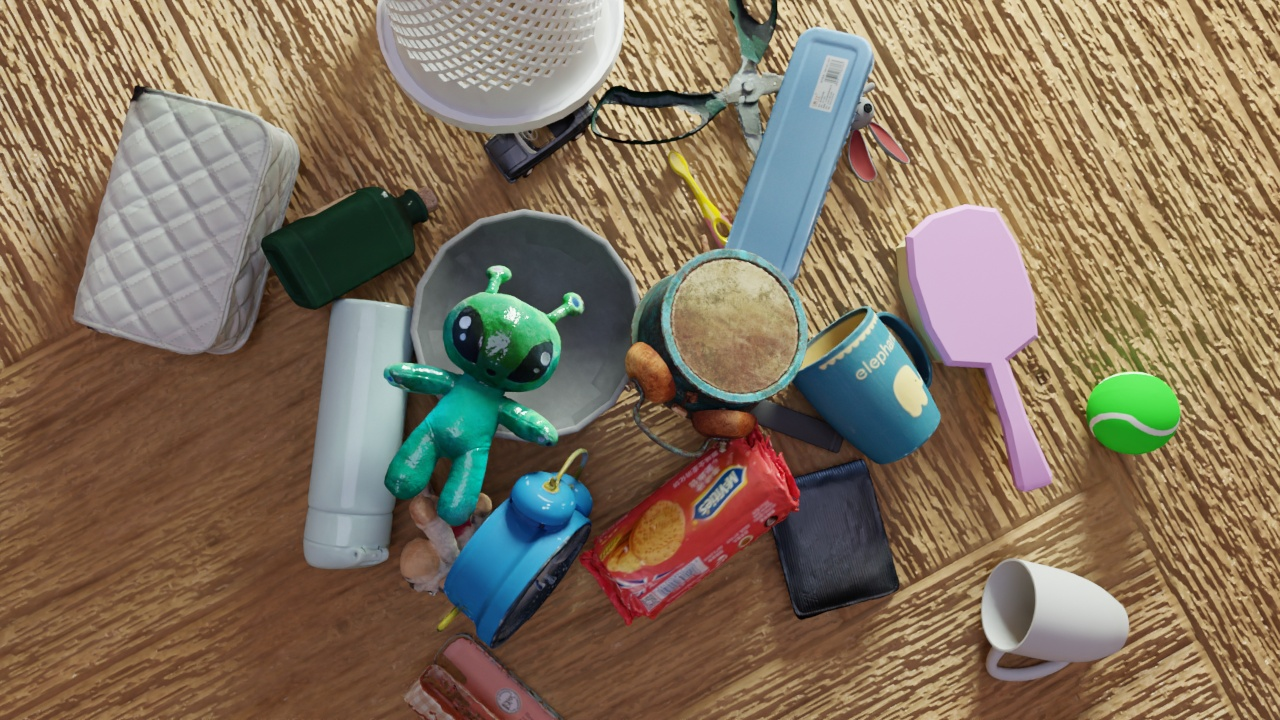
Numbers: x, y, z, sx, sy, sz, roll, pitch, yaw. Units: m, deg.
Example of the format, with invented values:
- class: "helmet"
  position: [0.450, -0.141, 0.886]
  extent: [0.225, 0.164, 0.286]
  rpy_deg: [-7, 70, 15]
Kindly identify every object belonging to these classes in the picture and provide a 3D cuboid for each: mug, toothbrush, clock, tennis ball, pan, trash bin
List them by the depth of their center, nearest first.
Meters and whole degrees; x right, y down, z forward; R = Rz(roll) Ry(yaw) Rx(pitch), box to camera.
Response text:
- class: "trash bin"
  position: [-0.109, -0.295, 0.639]
  extent: [0.195, 0.200, 0.195]
  rpy_deg: [0, 76, -1]
- class: "clock"
  position: [0.048, -0.002, 0.676]
  extent: [0.121, 0.073, 0.157]
  rpy_deg: [33, 69, -9]
- class: "clock"
  position: [-0.082, 0.137, 0.688]
  extent: [0.060, 0.117, 0.161]
  rpy_deg: [34, 87, 12]
- class: "mug"
  position: [0.186, 0.014, 0.718]
  extent: [0.104, 0.085, 0.112]
  rpy_deg: [50, 59, -5]
- class: "mug"
  position: [0.320, 0.214, 0.721]
  extent: [0.089, 0.071, 0.107]
  rpy_deg: [14, 115, -9]
- class: "tennis ball"
  position: [0.387, 0.041, 0.722]
  extent: [0.065, 0.065, 0.065]
  rpy_deg: [0, 88, -1]
- class: "pan"
  position: [-0.004, 0.004, 0.730]
  extent: [0.357, 0.041, 0.178]
  rpy_deg: [20, 89, -6]
- class: "toothbrush"
  position: [0.062, -0.113, 0.747]
  extent: [0.021, 0.016, 0.135]
  rpy_deg: [-35, 91, -4]

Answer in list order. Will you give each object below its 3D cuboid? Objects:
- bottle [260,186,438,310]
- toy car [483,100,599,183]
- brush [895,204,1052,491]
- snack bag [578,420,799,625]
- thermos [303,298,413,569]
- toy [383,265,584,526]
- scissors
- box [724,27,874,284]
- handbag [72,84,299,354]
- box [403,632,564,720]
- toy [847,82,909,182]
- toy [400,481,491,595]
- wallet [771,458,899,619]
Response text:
- class: "bottle"
  position: [-0.215, -0.096, 0.706]
  extent: [0.131, 0.061, 0.061]
  rpy_deg: [-36, 117, -27]
- class: "toy car"
  position: [-0.079, -0.184, 0.734]
  extent: [0.092, 0.037, 0.040]
  rpy_deg: [-36, 89, -2]
- class: "brush"
  position: [0.274, -0.008, 0.732]
  extent: [0.089, 0.043, 0.228]
  rpy_deg: [-17, 88, -2]
- class: "snack bag"
  position: [0.041, 0.127, 0.702]
  extent: [0.176, 0.082, 0.082]
  rpy_deg: [-38, 89, 5]
- class: "thermos"
  position: [-0.217, 0.058, 0.710]
  extent: [0.078, 0.065, 0.207]
  rpy_deg: [5, 88, 37]
- class: "toy"
  position: [-0.116, 0.020, 0.667]
  extent: [0.130, 0.072, 0.193]
  rpy_deg: [27, 79, -8]
- class: "scissors"
  position: [0.049, -0.245, 0.742]
  extent: [0.202, 0.015, 0.201]
  rpy_deg: [-11, 86, -10]
- class: "box"
  position: [0.123, -0.157, 0.726]
  extent: [0.066, 0.037, 0.209]
  rpy_deg: [19, 89, 13]
- class: "handbag"
  position: [-0.350, -0.104, 0.711]
  extent: [0.139, 0.072, 0.195]
  rpy_deg: [16, 88, 8]
- class: "box"
  position: [-0.095, 0.296, 0.715]
  extent: [0.187, 0.085, 0.049]
  rpy_deg: [42, 120, -1]
- class: "toy"
  position: [0.174, -0.200, 0.744]
  extent: [0.049, 0.030, 0.111]
  rpy_deg: [-26, 90, -7]
- class: "toy"
  position: [-0.160, 0.134, 0.714]
  extent: [0.074, 0.085, 0.106]
  rpy_deg: [2, 111, -33]
- class: "wallet"
  position: [0.152, 0.144, 0.734]
  extent: [0.089, 0.026, 0.115]
  rpy_deg: [-16, 88, 0]
